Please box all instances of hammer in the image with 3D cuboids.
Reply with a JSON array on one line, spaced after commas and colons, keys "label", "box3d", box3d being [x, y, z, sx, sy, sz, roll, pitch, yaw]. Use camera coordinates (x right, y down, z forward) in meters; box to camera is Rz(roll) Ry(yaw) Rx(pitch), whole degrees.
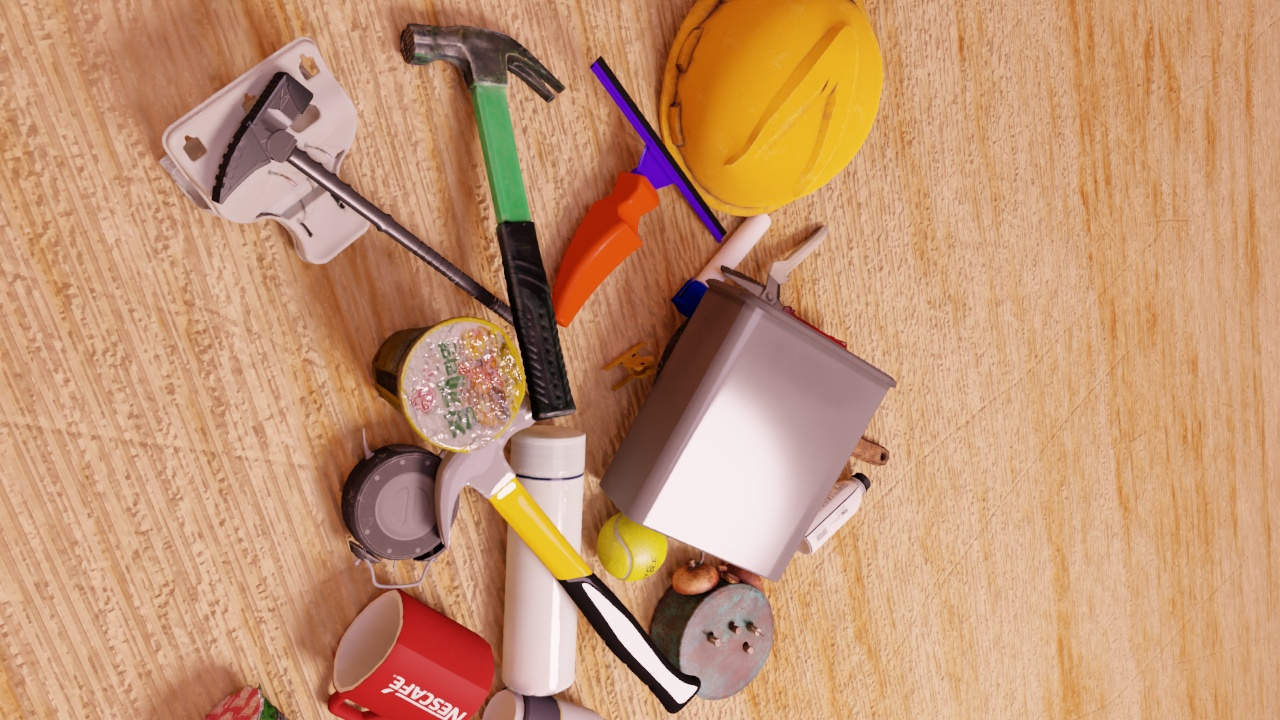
[{"label": "hammer", "box3d": [-0.099, -0.110, 0.730, 0.130, 0.032, 0.318, -8, 83, -37]}, {"label": "hammer", "box3d": [-0.169, -0.077, 0.704, 0.325, 0.015, 0.095, 39, 77, -46]}, {"label": "hammer", "box3d": [-0.052, 0.185, 0.773, 0.127, 0.029, 0.323, -40, 110, -13]}]

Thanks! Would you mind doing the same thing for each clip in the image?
[{"label": "clip", "box3d": [-0.006, 0.003, 0.856, 0.054, 0.048, 0.046, -34, 73, -25]}, {"label": "clip", "box3d": [-0.261, -0.143, 0.657, 0.126, 0.110, 0.151, -44, 150, -21]}]

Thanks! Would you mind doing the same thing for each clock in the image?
[{"label": "clock", "box3d": [-0.195, 0.118, 0.740, 0.091, 0.044, 0.123, 6, 93, -35]}, {"label": "clock", "box3d": [0.078, 0.260, 0.928, 0.121, 0.073, 0.157, 10, 90, -35]}]

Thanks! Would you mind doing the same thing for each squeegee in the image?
[{"label": "squeegee", "box3d": [-0.028, -0.111, 0.815, 0.184, 0.055, 0.249, -60, 140, -12]}]

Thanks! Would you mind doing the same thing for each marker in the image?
[{"label": "marker", "box3d": [0.082, -0.098, 0.911, 0.027, 0.023, 0.133, 43, 71, -9]}]

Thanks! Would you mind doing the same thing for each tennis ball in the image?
[{"label": "tennis ball", "box3d": [-0.008, 0.174, 0.861, 0.065, 0.065, 0.065, -5, 99, -34]}]

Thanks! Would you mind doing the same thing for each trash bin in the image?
[{"label": "trash bin", "box3d": [0.098, 0.067, 0.853, 0.191, 0.097, 0.220, 28, 93, -26]}]

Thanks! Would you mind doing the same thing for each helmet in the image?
[{"label": "helmet", "box3d": [0.140, -0.249, 0.827, 0.205, 0.131, 0.255, 19, 99, -23]}]

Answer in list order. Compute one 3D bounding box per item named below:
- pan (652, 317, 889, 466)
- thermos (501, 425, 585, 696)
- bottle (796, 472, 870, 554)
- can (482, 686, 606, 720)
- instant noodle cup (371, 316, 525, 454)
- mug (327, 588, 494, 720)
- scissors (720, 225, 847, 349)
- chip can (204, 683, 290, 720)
[{"label": "pan", "box3d": [0.162, 0.062, 0.981, 0.356, 0.040, 0.207, 21, 84, -33]}, {"label": "thermos", "box3d": [-0.086, 0.173, 0.809, 0.067, 0.068, 0.230, -2, 98, -34]}, {"label": "bottle", "box3d": [0.214, 0.167, 1.026, 0.115, 0.041, 0.041, -36, 115, -25]}, {"label": "can", "box3d": [-0.080, 0.342, 0.837, 0.127, 0.064, 0.064, 33, 78, -33]}, {"label": "instant noodle cup", "box3d": [-0.157, 0.014, 0.711, 0.102, 0.108, 0.102, -5, 99, -34]}, {"label": "mug", "box3d": [-0.194, 0.256, 0.744, 0.116, 0.080, 0.096, -42, 121, 10]}, {"label": "scissors", "box3d": [0.158, -0.077, 0.947, 0.199, 0.015, 0.179, 32, 64, -32]}, {"label": "chip can", "box3d": [-0.252, 0.352, 0.717, 0.075, 0.075, 0.223, -43, 118, -22]}]
